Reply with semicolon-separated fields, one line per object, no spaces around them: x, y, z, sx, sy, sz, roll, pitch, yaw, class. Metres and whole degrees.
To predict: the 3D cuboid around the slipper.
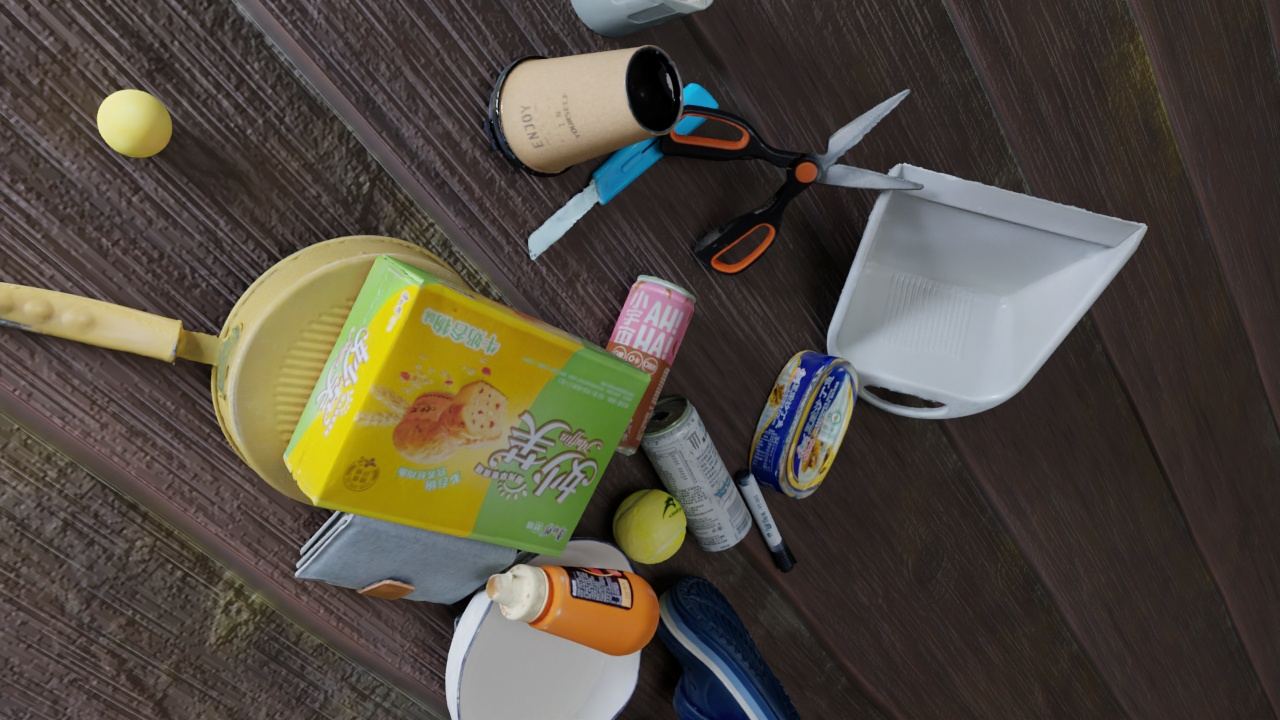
0.078;0.310;0.876;0.095;0.105;0.253;-34;112;4;slipper

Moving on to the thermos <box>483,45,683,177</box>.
-0.042;-0.187;0.680;0.092;0.143;0.093;-4;95;-46;thermos

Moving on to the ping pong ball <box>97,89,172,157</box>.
-0.309;-0.145;0.561;0.040;0.040;0.040;-7;102;-33;ping pong ball

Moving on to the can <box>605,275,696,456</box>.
-0.005;0.005;0.782;0.058;0.058;0.147;26;83;-34;can

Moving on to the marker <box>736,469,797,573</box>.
0.127;0.162;0.923;0.022;0.018;0.131;-31;116;-10;marker

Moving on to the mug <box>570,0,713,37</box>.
-0.012;-0.304;0.695;0.123;0.103;0.083;15;90;-36;mug

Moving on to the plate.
-0.077;0.245;0.765;0.204;0.046;0.205;-11;105;-45;plate

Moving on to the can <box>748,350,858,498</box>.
0.162;0.063;0.910;0.074;0.049;0.148;28;83;-34;can

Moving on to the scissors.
0.119;-0.157;0.781;0.221;0.021;0.233;23;126;-11;scissors

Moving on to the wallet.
-0.174;0.149;0.677;0.129;0.107;0.037;23;41;-32;wallet

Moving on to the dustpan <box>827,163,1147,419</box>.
0.296;-0.040;0.871;0.223;0.258;0.142;14;75;1;dustpan

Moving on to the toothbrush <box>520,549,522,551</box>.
-0.094;0.157;0.774;0.012;0.017;0.186;1;98;-43;toothbrush

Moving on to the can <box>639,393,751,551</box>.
0.049;0.104;0.836;0.058;0.058;0.147;-40;117;-22;can

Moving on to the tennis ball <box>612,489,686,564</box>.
0.008;0.146;0.811;0.065;0.065;0.065;-7;102;-33;tennis ball

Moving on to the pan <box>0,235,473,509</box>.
-0.262;-0.005;0.609;0.356;0.078;0.198;11;103;-39;pan

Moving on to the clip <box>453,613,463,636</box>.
-0.143;0.237;0.755;0.025;0.036;0.058;-1;99;-32;clip

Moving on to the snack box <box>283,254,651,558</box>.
-0.113;0.039;0.640;0.210;0.070;0.158;24;95;-41;snack box

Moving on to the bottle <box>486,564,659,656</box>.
-0.054;0.186;0.705;0.149;0.067;0.066;24;84;-38;bottle

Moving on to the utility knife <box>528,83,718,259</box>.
-0.016;-0.160;0.771;0.222;0.018;0.034;-45;120;-18;utility knife
